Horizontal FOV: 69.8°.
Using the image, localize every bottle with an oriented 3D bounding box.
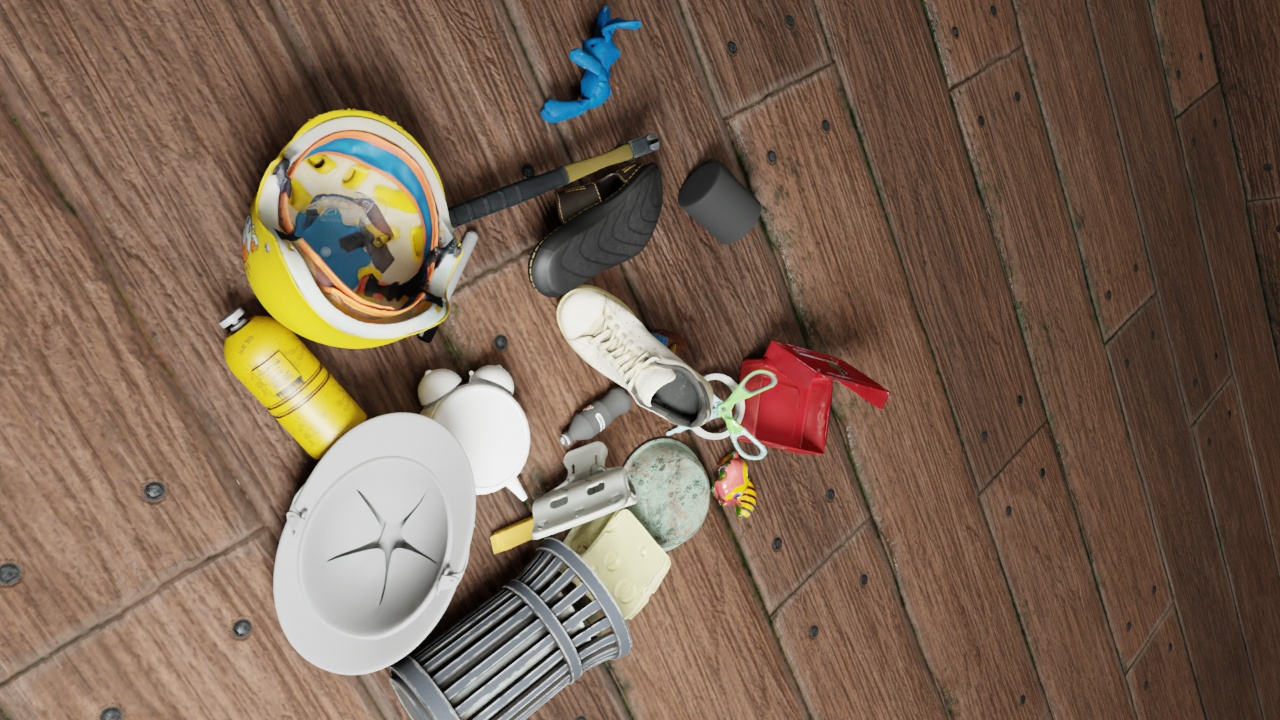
[{"bbox_3d":[-0.356,0.017,0.925,0.070,0.071,0.164,-47,116,-26],"label":"bottle"},{"bbox_3d":[-0.058,0.073,1.164,0.109,0.036,0.036,-36,110,-31],"label":"bottle"}]

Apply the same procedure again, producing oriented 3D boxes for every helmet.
[{"bbox_3d":[-0.302,-0.118,0.927,0.209,0.140,0.239,24,55,-39],"label":"helmet"},{"bbox_3d":[-0.266,0.183,0.967,0.183,0.118,0.271,22,89,-2],"label":"helmet"}]

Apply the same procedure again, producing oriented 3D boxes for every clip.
[{"bbox_3d":[-0.064,0.160,1.102,0.125,0.142,0.073,-19,107,12],"label":"clip"}]

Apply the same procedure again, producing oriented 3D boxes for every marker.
[{"bbox_3d":[-0.221,-0.086,1.057,0.016,0.016,0.140,31,72,-32],"label":"marker"}]

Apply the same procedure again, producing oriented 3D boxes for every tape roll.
[{"bbox_3d":[0.104,0.064,1.286,0.093,0.013,0.093,1,89,-25],"label":"tape roll"}]

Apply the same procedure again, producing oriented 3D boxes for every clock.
[{"bbox_3d":[-0.196,0.088,1.052,0.125,0.073,0.161,-5,86,-36],"label":"clock"}]

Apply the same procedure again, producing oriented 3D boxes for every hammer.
[{"bbox_3d":[-0.116,-0.210,1.086,0.332,0.118,0.025,-27,104,-27],"label":"hammer"}]

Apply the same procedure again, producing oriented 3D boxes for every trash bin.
[{"bbox_3d":[-0.149,0.333,1.028,0.226,0.164,0.164,-33,109,-28],"label":"trash bin"}]

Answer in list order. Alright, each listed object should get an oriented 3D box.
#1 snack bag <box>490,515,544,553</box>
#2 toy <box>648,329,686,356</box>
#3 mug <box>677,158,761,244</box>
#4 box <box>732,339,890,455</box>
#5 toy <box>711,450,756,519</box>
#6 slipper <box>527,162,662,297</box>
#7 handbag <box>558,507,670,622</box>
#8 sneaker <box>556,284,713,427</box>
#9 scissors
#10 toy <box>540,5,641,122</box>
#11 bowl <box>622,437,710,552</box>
[{"bbox_3d":[-0.139,0.207,1.116,0.099,0.020,0.026,-19,96,-35],"label":"snack bag"},{"bbox_3d":[0.031,0.004,1.232,0.102,0.071,0.090,5,101,-59],"label":"toy"},{"bbox_3d":[0.110,-0.230,1.269,0.088,0.078,0.113,36,43,-31],"label":"mug"},{"bbox_3d":[0.229,0.066,1.330,0.157,0.154,0.169,14,112,-34],"label":"box"},{"bbox_3d":[0.134,0.175,1.301,0.103,0.046,0.084,61,36,-31],"label":"toy"},{"bbox_3d":[-0.059,-0.168,1.142,0.267,0.076,0.113,-44,139,-38],"label":"slipper"},{"bbox_3d":[-0.033,0.253,1.153,0.119,0.081,0.111,51,56,-24],"label":"handbag"},{"bbox_3d":[-0.007,0.007,1.127,0.241,0.102,0.089,38,104,-12],"label":"sneaker"},{"bbox_3d":[0.115,0.070,1.255,0.171,0.022,0.174,-27,92,0],"label":"scissors"},{"bbox_3d":[-0.057,-0.363,1.130,0.071,0.113,0.176,30,82,-18],"label":"toy"},{"bbox_3d":[0.039,0.183,1.235,0.157,0.039,0.157,0,90,-36],"label":"bowl"}]
